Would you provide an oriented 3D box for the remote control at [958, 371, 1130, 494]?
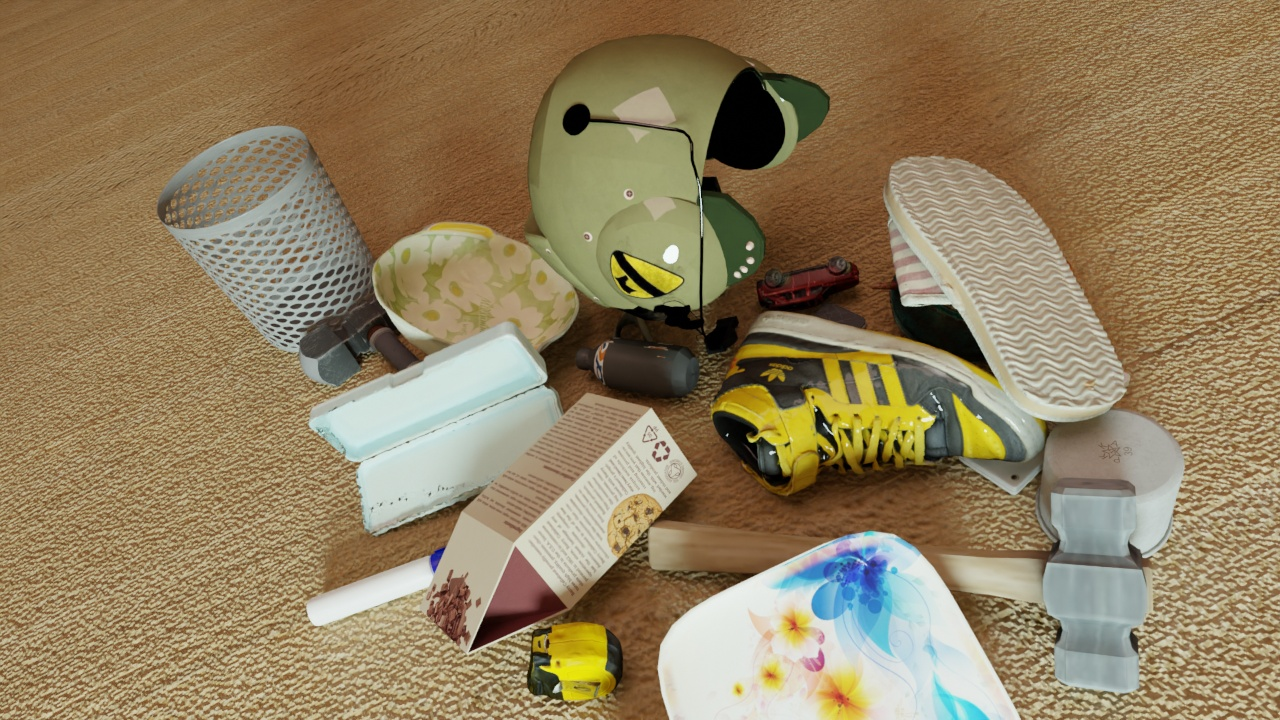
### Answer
[{"bbox_3d":[0.302,0.043,0.685,0.135,0.011,0.050,-38,48,-16],"label":"remote control"}]

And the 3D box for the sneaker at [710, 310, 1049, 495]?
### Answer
[{"bbox_3d":[0.158,0.049,0.670,0.239,0.086,0.121,20,63,35],"label":"sneaker"}]

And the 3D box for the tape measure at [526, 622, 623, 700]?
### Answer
[{"bbox_3d":[-0.043,0.206,0.619,0.064,0.066,0.037,2,47,-9],"label":"tape measure"}]

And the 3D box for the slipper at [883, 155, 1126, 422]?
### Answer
[{"bbox_3d":[0.249,-0.055,0.665,0.115,0.052,0.262,-6,49,-10],"label":"slipper"}]

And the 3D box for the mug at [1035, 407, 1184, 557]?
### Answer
[{"bbox_3d":[0.307,0.093,0.598,0.084,0.070,0.113,-3,47,17],"label":"mug"}]

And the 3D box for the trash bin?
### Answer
[{"bbox_3d":[-0.368,-0.118,0.944,0.156,0.183,0.156,-10,47,11],"label":"trash bin"}]

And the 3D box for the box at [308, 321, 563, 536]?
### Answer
[{"bbox_3d":[-0.165,0.057,0.759,0.198,0.078,0.122,-23,79,12],"label":"box"}]

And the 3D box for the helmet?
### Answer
[{"bbox_3d":[0.021,-0.140,0.763,0.233,0.256,0.249,11,53,22],"label":"helmet"}]

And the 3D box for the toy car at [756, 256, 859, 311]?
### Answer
[{"bbox_3d":[0.149,-0.067,0.817,0.091,0.042,0.036,-15,75,14],"label":"toy car"}]

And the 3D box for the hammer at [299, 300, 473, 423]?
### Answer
[{"bbox_3d":[-0.189,0.030,0.852,0.155,0.043,0.322,-40,51,-17],"label":"hammer"}]

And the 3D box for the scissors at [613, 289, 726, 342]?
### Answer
[{"bbox_3d":[0.001,-0.060,0.883,0.170,0.013,0.157,-2,48,17],"label":"scissors"}]

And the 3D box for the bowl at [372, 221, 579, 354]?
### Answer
[{"bbox_3d":[-0.156,-0.049,0.862,0.188,0.060,0.219,0,41,-24],"label":"bowl"}]

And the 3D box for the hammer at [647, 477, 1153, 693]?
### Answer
[{"bbox_3d":[0.154,0.134,0.607,0.323,0.051,0.117,-1,93,28],"label":"hammer"}]

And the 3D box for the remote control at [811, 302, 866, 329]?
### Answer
[{"bbox_3d":[0.132,0.004,0.781,0.146,0.008,0.045,-43,50,-20],"label":"remote control"}]

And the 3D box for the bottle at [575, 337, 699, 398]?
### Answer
[{"bbox_3d":[-0.005,0.005,0.802,0.112,0.047,0.046,8,52,25],"label":"bottle"}]

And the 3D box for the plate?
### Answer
[{"bbox_3d":[0.118,0.212,0.548,0.187,0.016,0.187,-26,66,3],"label":"plate"}]

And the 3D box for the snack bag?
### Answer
[{"bbox_3d":[-0.070,0.122,0.678,0.206,0.070,0.094,-44,25,-21],"label":"snack bag"}]

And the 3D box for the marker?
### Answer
[{"bbox_3d":[-0.197,0.177,0.729,0.133,0.023,0.027,-20,24,1],"label":"marker"}]

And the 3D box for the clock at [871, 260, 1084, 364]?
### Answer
[{"bbox_3d":[0.280,-0.051,0.738,0.158,0.073,0.121,33,70,21],"label":"clock"}]
